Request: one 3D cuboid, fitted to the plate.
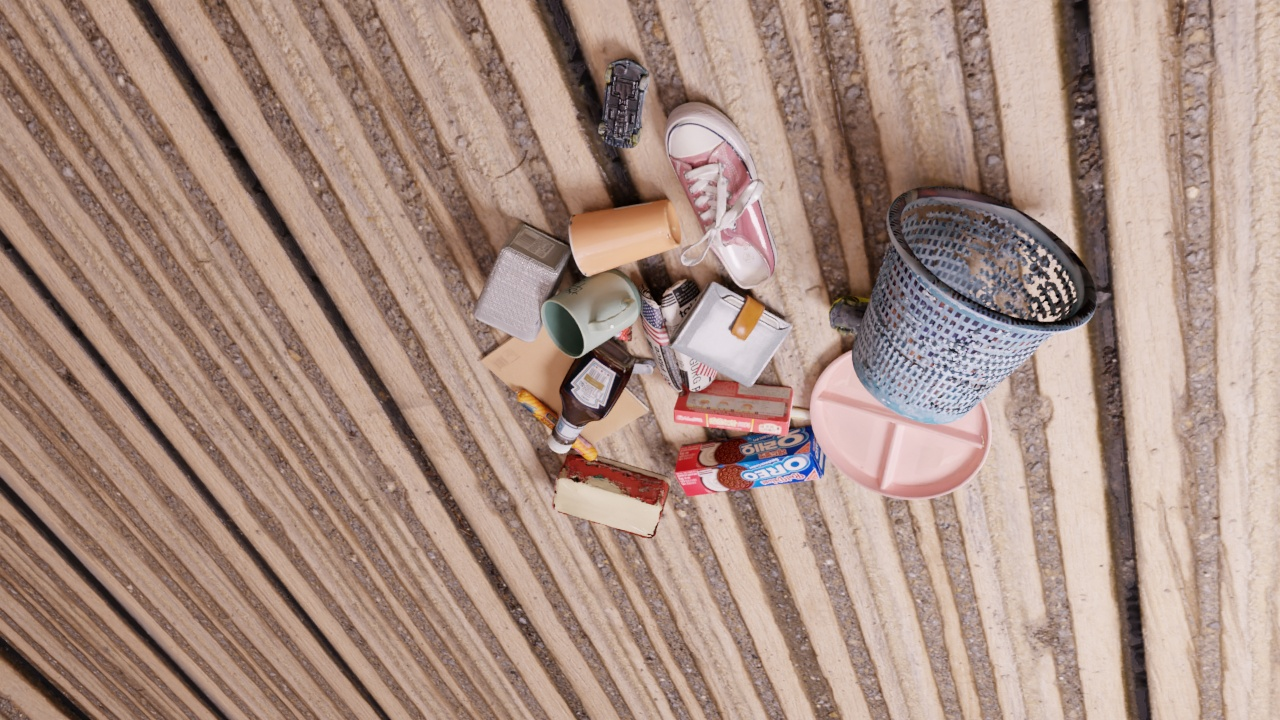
[{"bbox_3d":[0.333,0.077,1.185,0.230,0.028,0.230,14,122,23],"label":"plate"}]

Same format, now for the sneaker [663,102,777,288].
[{"bbox_3d":[0.094,-0.176,1.054,0.118,0.087,0.241,-12,123,25],"label":"sneaker"}]

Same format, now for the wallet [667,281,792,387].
[{"bbox_3d":[0.116,-0.033,1.160,0.129,0.037,0.107,27,108,-23],"label":"wallet"}]

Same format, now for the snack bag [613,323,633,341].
[{"bbox_3d":[-0.058,-0.055,1.231,0.105,0.026,0.045,18,135,4],"label":"snack bag"}]

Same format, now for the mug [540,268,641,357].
[{"bbox_3d":[-0.050,-0.062,1.148,0.112,0.106,0.082,10,126,51],"label":"mug"}]

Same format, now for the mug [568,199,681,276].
[{"bbox_3d":[-0.017,-0.154,1.117,0.123,0.078,0.078,-12,123,18],"label":"mug"}]

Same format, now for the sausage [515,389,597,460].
[{"bbox_3d":[-0.123,0.097,1.360,0.165,0.021,0.022,42,127,-16],"label":"sausage"}]

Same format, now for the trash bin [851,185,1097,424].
[{"bbox_3d":[0.335,-0.046,1.000,0.226,0.225,0.196,21,133,0],"label":"trash bin"}]

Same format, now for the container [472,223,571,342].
[{"bbox_3d":[-0.149,-0.103,1.184,0.090,0.090,0.115,26,127,-4],"label":"container"}]

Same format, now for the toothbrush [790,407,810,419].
[{"bbox_3d":[0.149,0.067,1.269,0.191,0.018,0.016,8,130,11],"label":"toothbrush"}]

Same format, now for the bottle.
[{"bbox_3d":[-0.078,0.055,1.287,0.080,0.043,0.195,35,124,5],"label":"bottle"}]

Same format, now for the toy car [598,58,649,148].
[{"bbox_3d":[-0.018,-0.291,1.034,0.049,0.031,0.106,14,131,5],"label":"toy car"}]

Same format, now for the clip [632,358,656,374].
[{"bbox_3d":[-0.007,0.007,1.272,0.058,0.035,0.025,3,125,20],"label":"clip"}]

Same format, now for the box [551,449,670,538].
[{"bbox_3d":[-0.047,0.209,1.399,0.168,0.078,0.091,16,130,4],"label":"box"}]

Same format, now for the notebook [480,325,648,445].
[{"bbox_3d":[-0.112,0.036,1.328,0.150,0.012,0.211,-33,112,35],"label":"notebook"}]

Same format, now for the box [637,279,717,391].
[{"bbox_3d":[0.043,-0.034,1.211,0.087,0.075,0.162,20,140,42],"label":"box"}]

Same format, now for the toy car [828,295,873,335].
[{"bbox_3d":[0.282,-0.054,1.123,0.105,0.032,0.048,8,123,-3],"label":"toy car"}]

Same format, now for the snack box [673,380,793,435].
[{"bbox_3d":[0.126,0.061,1.235,0.153,0.075,0.025,5,127,12],"label":"snack box"}]

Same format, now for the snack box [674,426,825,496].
[{"bbox_3d":[0.155,0.144,1.303,0.208,0.058,0.057,-11,125,24],"label":"snack box"}]
